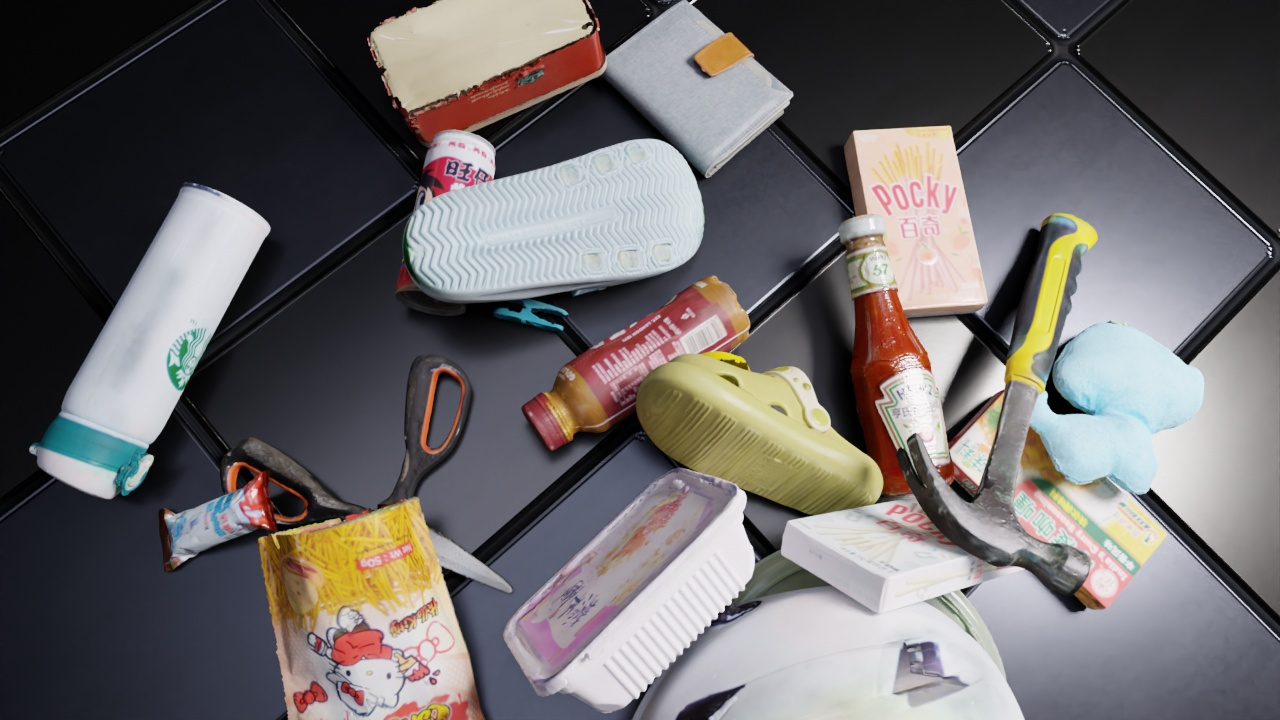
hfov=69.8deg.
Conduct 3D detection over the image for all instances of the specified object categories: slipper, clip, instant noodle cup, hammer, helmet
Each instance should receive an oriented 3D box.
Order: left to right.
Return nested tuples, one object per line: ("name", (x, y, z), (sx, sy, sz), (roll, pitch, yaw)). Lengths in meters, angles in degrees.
("clip", (-0.084, -0.036, 0.704), (0.057, 0.014, 0.046), (14, 72, 1))
("slipper", (-0.059, -0.094, 0.688), (0.245, 0.074, 0.104), (-17, 84, -26))
("instant noodle cup", (0.000, 0.153, 0.604), (0.173, 0.138, 0.060), (-44, 103, -13))
("slipper", (0.087, 0.046, 0.656), (0.190, 0.092, 0.081), (28, 49, -11))
("helmet", (0.116, 0.249, 0.541), (0.258, 0.146, 0.229), (-14, 76, -7))
("hammer", (0.275, 0.003, 0.654), (0.126, 0.032, 0.322), (26, 55, 7))

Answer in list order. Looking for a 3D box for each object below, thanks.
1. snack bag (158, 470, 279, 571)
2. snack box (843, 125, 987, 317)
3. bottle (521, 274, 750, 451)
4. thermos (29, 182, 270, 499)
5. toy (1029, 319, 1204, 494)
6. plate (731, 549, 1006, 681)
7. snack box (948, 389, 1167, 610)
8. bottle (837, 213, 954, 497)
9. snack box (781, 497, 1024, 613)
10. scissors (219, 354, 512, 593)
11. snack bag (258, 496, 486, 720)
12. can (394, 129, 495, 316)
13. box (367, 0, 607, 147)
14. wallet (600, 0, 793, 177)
("snack bag", (-0.292, 0.111, 0.633), (0.104, 0.026, 0.048), (-17, 78, 12))
("snack box", (0.219, -0.112, 0.738), (0.084, 0.026, 0.157), (-5, 75, -5))
("bottle", (-0.004, 0.004, 0.674), (0.174, 0.057, 0.057), (-32, 79, -12))
("thermos", (-0.344, -0.013, 0.653), (0.073, 0.073, 0.224), (21, 75, 2))
("toy", (0.357, 0.028, 0.690), (0.161, 0.050, 0.156), (9, 61, -8))
("plate", (0.149, 0.237, 0.637), (0.230, 0.027, 0.230), (1, 75, -3))
("snack box", (0.304, 0.101, 0.684), (0.077, 0.027, 0.156), (-43, 81, -14))
("bottle", (0.182, -0.005, 0.676), (0.059, 0.060, 0.206), (-9, 84, -6))
("snack box", (0.178, 0.123, 0.607), (0.156, 0.085, 0.027), (-3, 107, -37))
("scissors", (-0.192, 0.101, 0.654), (0.221, 0.022, 0.230), (10, 76, -1))
("snack bag", (-0.175, 0.202, 0.603), (0.128, 0.073, 0.208), (-13, 89, -8))
("can", (-0.146, -0.105, 0.697), (0.053, 0.053, 0.132), (9, 74, -1))
("box", (-0.119, -0.246, 0.714), (0.168, 0.078, 0.091), (-24, 78, -1))
("wallet", (0.047, -0.229, 0.753), (0.106, 0.037, 0.129), (-42, 80, -12))
